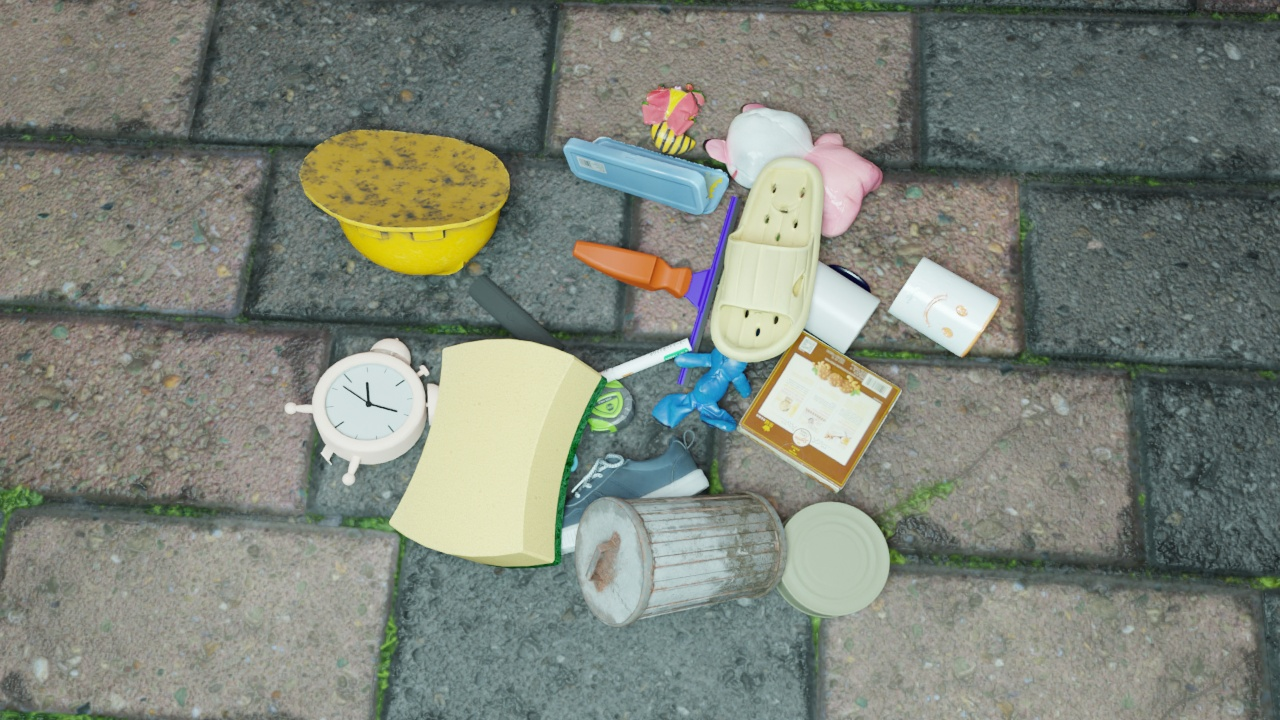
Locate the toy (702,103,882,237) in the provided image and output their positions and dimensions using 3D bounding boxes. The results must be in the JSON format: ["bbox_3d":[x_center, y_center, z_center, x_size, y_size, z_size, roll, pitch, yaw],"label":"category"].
[{"bbox_3d":[0.196,-0.254,1.169,0.213,0.084,0.141,33,66,13],"label":"toy"}]

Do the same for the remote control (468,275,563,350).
[{"bbox_3d":[-0.159,-0.052,1.170,0.147,0.015,0.033,41,80,12],"label":"remote control"}]

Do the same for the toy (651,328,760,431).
[{"bbox_3d":[0.102,0.022,1.105,0.113,0.071,0.176,35,76,31],"label":"toy"}]

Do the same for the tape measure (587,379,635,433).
[{"bbox_3d":[-0.038,0.059,1.125,0.065,0.036,0.058,-22,65,0],"label":"tape measure"}]

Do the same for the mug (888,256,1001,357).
[{"bbox_3d":[0.368,-0.065,1.113,0.105,0.082,0.082,34,79,12],"label":"mug"}]

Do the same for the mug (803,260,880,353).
[{"bbox_3d":[0.239,-0.076,1.132,0.097,0.079,0.111,35,51,11],"label":"mug"}]

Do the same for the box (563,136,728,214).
[{"bbox_3d":[0.009,-0.250,1.167,0.210,0.073,0.078,23,62,27],"label":"box"}]

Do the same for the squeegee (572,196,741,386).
[{"bbox_3d":[0.004,-0.113,1.157,0.184,0.055,0.249,17,84,-8],"label":"squeegee"}]

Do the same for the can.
[{"bbox_3d":[0.213,0.227,1.044,0.128,0.073,0.127,-1,75,3],"label":"can"}]

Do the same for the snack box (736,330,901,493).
[{"bbox_3d":[0.214,0.061,1.107,0.143,0.041,0.147,32,78,11],"label":"snack box"}]

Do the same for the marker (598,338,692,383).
[{"bbox_3d":[-0.007,0.007,1.134,0.145,0.017,0.017,-22,74,7],"label":"marker"}]

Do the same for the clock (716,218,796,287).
[{"bbox_3d":[0.159,-0.131,1.162,0.094,0.042,0.119,28,77,9],"label":"clock"}]

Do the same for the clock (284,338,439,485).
[{"bbox_3d":[-0.327,0.061,1.125,0.160,0.086,0.131,-40,76,-17],"label":"clock"}]

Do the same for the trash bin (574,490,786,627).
[{"bbox_3d":[0.038,0.206,0.981,0.210,0.131,0.130,1,71,-36],"label":"trash bin"}]

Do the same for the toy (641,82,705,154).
[{"bbox_3d":[0.043,-0.327,1.223,0.084,0.046,0.103,3,79,-10],"label":"toy"}]

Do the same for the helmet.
[{"bbox_3d":[-0.286,-0.180,1.151,0.255,0.132,0.204,17,45,13],"label":"helmet"}]

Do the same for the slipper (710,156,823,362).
[{"bbox_3d":[0.154,-0.127,1.066,0.111,0.079,0.261,13,78,13],"label":"slipper"}]

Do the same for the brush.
[{"bbox_3d":[-0.162,0.105,1.052,0.195,0.075,0.249,4,71,32],"label":"brush"}]

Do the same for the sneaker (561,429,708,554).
[{"bbox_3d":[-0.034,0.156,1.071,0.235,0.089,0.087,-23,78,-9],"label":"sneaker"}]

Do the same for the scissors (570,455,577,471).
[{"bbox_3d":[-0.134,0.116,1.125,0.120,0.015,0.138,-20,80,-3],"label":"scissors"}]
